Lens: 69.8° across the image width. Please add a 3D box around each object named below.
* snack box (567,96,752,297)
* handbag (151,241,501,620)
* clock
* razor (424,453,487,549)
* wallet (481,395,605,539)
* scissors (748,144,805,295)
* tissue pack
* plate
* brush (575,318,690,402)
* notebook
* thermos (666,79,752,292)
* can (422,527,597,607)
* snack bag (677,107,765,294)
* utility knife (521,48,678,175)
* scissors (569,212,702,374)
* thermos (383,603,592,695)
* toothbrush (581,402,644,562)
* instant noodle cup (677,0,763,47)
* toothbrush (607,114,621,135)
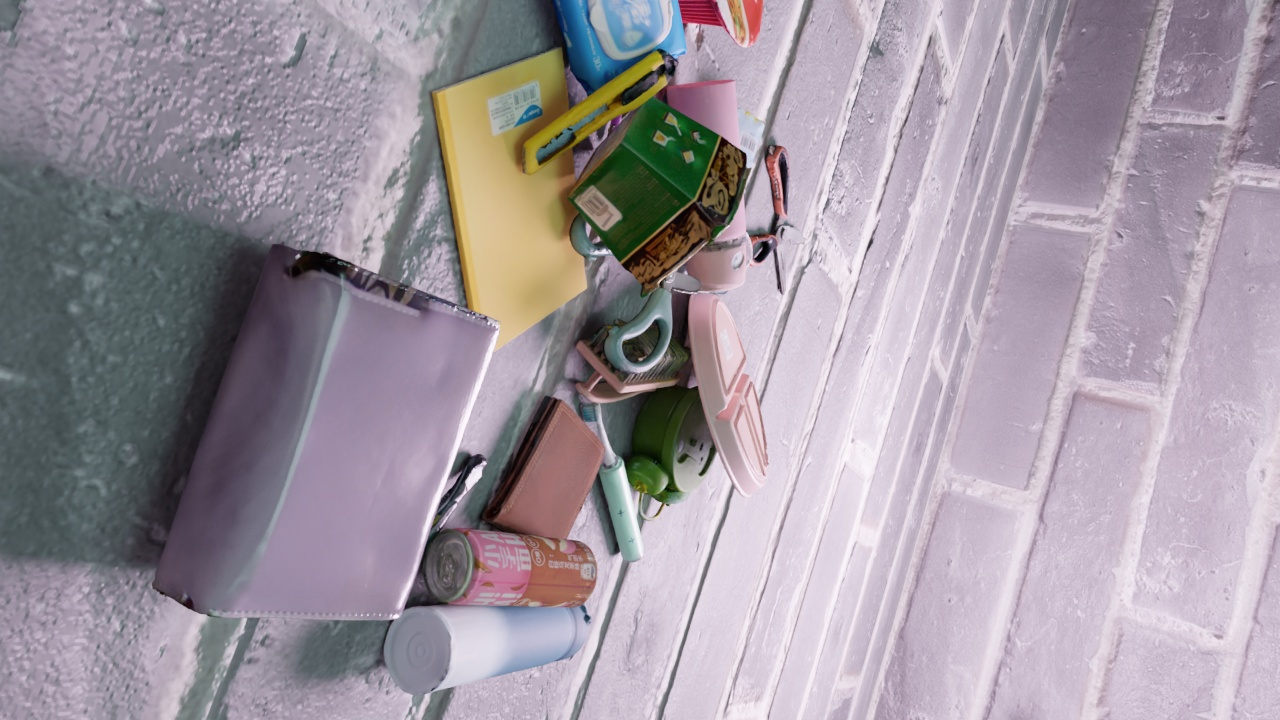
[{"bbox_3d":[0.009,-0.141,0.750,0.105,0.119,0.117,37,44,-16],"label":"snack box"},{"bbox_3d":[-0.181,0.045,0.534,0.145,0.098,0.197,27,80,-63],"label":"handbag"},{"bbox_3d":[0.034,0.096,0.986,0.116,0.056,0.161,39,68,-59],"label":"clock"},{"bbox_3d":[-0.157,0.122,0.691,0.142,0.022,0.043,-51,145,-38],"label":"razor"},{"bbox_3d":[-0.082,0.104,0.811,0.124,0.032,0.101,-65,147,-20],"label":"wallet"},{"bbox_3d":[0.173,-0.172,1.159,0.222,0.015,0.189,-13,113,-60],"label":"scissors"},{"bbox_3d":[-0.020,-0.279,0.690,0.095,0.052,0.157,-30,135,-12],"label":"tissue pack"},{"bbox_3d":[0.099,0.033,0.990,0.229,0.028,0.229,-15,90,-75],"label":"plate"},{"bbox_3d":[-0.005,0.005,0.878,0.073,0.063,0.145,-52,159,18],"label":"brush"},{"bbox_3d":[-0.093,-0.121,0.709,0.145,0.010,0.207,-41,136,-46],"label":"notebook"},{"bbox_3d":[0.074,-0.171,0.897,0.087,0.067,0.199,-26,117,-40],"label":"thermos"},{"bbox_3d":[-0.101,0.170,0.745,0.147,0.058,0.058,19,86,-48],"label":"can"},{"bbox_3d":[0.083,-0.169,0.975,0.110,0.039,0.191,3,103,-64],"label":"snack bag"},{"bbox_3d":[-0.030,-0.190,0.700,0.154,0.015,0.033,-38,144,-12],"label":"utility knife"},{"bbox_3d":[0.002,-0.055,0.806,0.172,0.019,0.178,15,70,-47],"label":"scissors"},{"bbox_3d":[-0.118,0.232,0.769,0.220,0.070,0.070,21,83,-62],"label":"thermos"},{"bbox_3d":[-0.026,0.125,0.923,0.026,0.027,0.225,-92,173,-51],"label":"toothbrush"},{"bbox_3d":[0.051,-0.359,0.771,0.193,0.066,0.194,-2,90,-69],"label":"instant noodle cup"},{"bbox_3d":[-0.005,-0.276,0.794,0.017,0.014,0.189,17,88,-52],"label":"toothbrush"}]
